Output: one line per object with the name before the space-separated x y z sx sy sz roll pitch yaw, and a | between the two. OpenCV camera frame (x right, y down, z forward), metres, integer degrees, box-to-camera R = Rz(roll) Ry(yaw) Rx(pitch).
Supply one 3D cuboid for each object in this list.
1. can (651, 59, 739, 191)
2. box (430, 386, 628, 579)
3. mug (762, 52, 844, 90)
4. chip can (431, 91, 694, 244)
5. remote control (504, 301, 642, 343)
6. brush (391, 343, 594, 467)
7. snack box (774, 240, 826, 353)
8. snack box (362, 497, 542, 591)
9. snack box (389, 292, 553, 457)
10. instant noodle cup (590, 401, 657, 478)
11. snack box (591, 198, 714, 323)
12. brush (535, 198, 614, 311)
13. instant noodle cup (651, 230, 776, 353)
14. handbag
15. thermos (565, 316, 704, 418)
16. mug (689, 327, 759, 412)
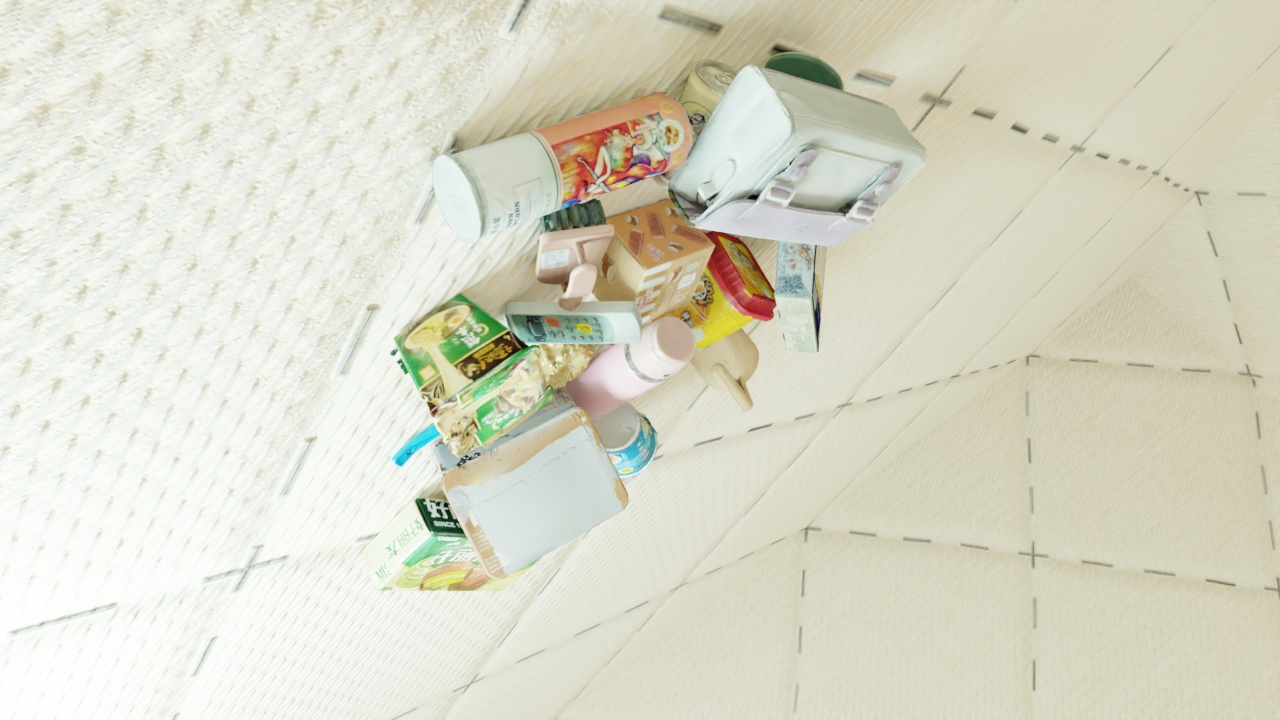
can | 0.054 -0.211 0.846 0.058 0.058 0.117 -19 149 -39
box | -0.120 0.139 1.027 0.181 0.158 0.149 -25 131 -11
mug | 0.153 -0.244 0.915 0.111 0.082 0.107 -45 162 -34
chip can | -0.059 -0.163 0.754 0.214 0.071 0.071 -26 153 -30
remote control | -0.066 -0.037 0.925 0.135 0.019 0.056 1 148 8
brush | -0.162 0.042 1.016 0.254 0.046 0.083 -32 160 -9
snack box | 0.194 -0.123 1.088 0.046 0.182 0.178 3 161 15
snack box | -0.230 0.242 1.191 0.115 0.063 0.239 -43 148 17
snack box | -0.162 0.007 0.862 0.117 0.105 0.118 -35 157 -15
instant noodle cup | -0.030 0.096 1.211 0.099 0.099 0.110 -37 161 -6
snack box | 0.007 -0.100 0.952 0.094 0.077 0.093 -24 153 -32
brush | -0.064 -0.090 0.834 0.063 0.073 0.146 -11 170 -12
instant noodle cup | 0.078 -0.074 1.076 0.124 0.116 0.116 -37 160 24
handbag | 0.144 -0.171 0.832 0.196 0.098 0.145 0 145 -39
thermos | -0.006 0.006 1.049 0.087 0.067 0.199 -20 172 -38
mug | 0.102 -0.006 1.182 0.084 0.124 0.103 -26 142 14
